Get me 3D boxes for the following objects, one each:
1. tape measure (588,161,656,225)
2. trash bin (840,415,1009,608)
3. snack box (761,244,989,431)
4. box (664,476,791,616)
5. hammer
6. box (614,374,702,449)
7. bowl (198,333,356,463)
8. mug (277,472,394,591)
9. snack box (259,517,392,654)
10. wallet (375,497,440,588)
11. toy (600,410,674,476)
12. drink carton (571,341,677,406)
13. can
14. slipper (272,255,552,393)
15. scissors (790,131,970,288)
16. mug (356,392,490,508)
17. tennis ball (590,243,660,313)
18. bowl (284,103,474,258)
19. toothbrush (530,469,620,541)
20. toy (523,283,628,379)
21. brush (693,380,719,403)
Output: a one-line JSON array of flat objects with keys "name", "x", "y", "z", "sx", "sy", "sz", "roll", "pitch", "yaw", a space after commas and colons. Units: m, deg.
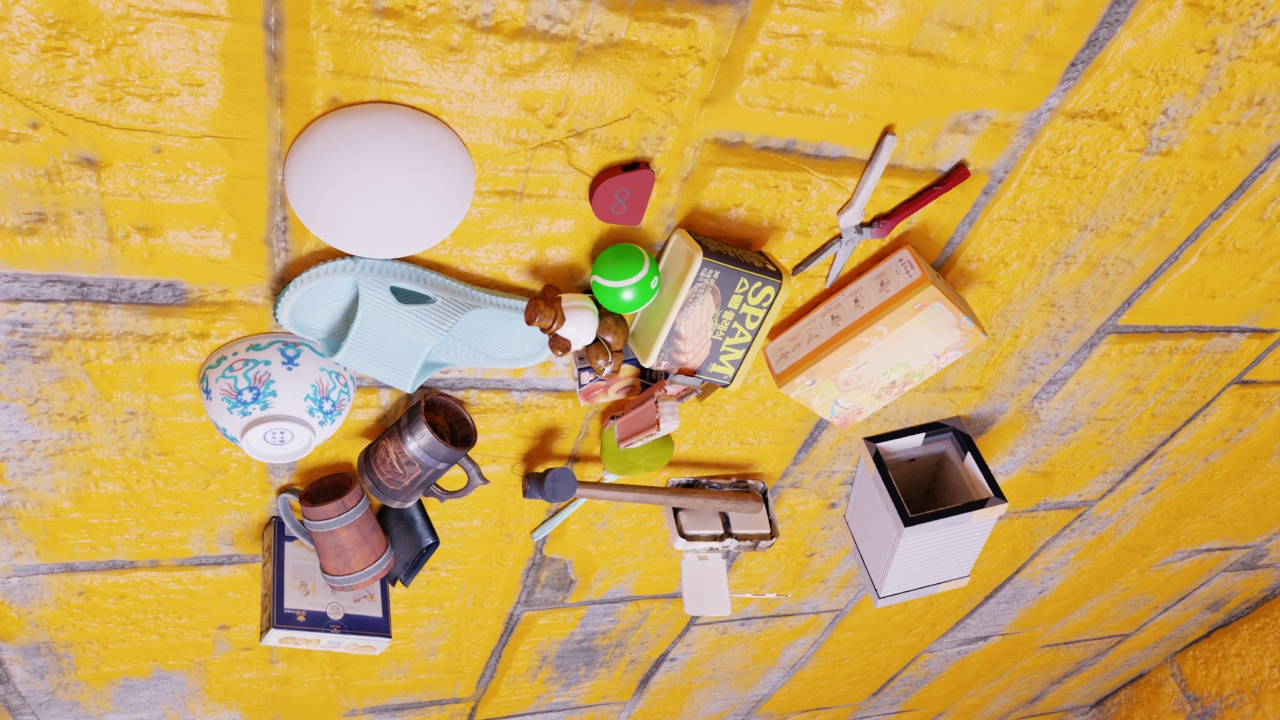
[{"name": "tape measure", "x": -0.018, "y": -0.148, "z": 0.802, "sx": 0.051, "sy": 0.019, "sz": 0.059, "roll": 3, "pitch": 131, "yaw": -21}, {"name": "trash bin", "x": 0.392, "y": 0.221, "z": 1.305, "sx": 0.142, "sy": 0.142, "sz": 0.247, "roll": -12, "pitch": 142, "yaw": -6}, {"name": "snack box", "x": 0.253, "y": -0.024, "z": 1.004, "sx": 0.196, "sy": 0.080, "sz": 0.145, "roll": -37, "pitch": 137, "yaw": 24}, {"name": "box", "x": 0.107, "y": 0.244, "z": 1.196, "sx": 0.143, "sy": 0.180, "sz": 0.081, "roll": 3, "pitch": 139, "yaw": -14}, {"name": "hammer", "x": 0.010, "y": 0.166, "z": 1.129, "sx": 0.321, "sy": 0.040, "sz": 0.130, "roll": 9, "pitch": 168, "yaw": -24}, {"name": "box", "x": 0.015, "y": 0.057, "z": 0.942, "sx": 0.067, "sy": 0.057, "sz": 0.187, "roll": -23, "pitch": 175, "yaw": -18}, {"name": "bowl", "x": -0.345, "y": 0.050, "z": 0.877, "sx": 0.144, "sy": 0.074, "sz": 0.144, "roll": -10, "pitch": 142, "yaw": -8}, {"name": "mug", "x": -0.348, "y": 0.190, "z": 1.034, "sx": 0.117, "sy": 0.081, "sz": 0.111, "roll": -1, "pitch": 118, "yaw": 21}, {"name": "snack box", "x": -0.368, "y": 0.265, "z": 1.076, "sx": 0.144, "sy": 0.144, "sz": 0.043, "roll": 19, "pitch": 130, "yaw": -36}, {"name": "wallet", "x": -0.282, "y": 0.206, "z": 1.083, "sx": 0.026, "sy": 0.089, "sz": 0.115, "roll": -4, "pitch": 142, "yaw": -45}, {"name": "toy", "x": -0.008, "y": 0.096, "z": 1.076, "sx": 0.090, "sy": 0.051, "sz": 0.110, "roll": -12, "pitch": 146, "yaw": 5}, {"name": "drink carton", "x": -0.006, "y": 0.006, "z": 0.978, "sx": 0.130, "sy": 0.040, "sz": 0.064, "roll": -10, "pitch": 142, "yaw": -9}, {"name": "can", "x": 0.063, "y": -0.049, "z": 0.885, "sx": 0.104, "sy": 0.075, "sz": 0.135, "roll": 13, "pitch": 115, "yaw": -27}, {"name": "slipper", "x": -0.192, "y": -0.027, "z": 0.849, "sx": 0.275, "sy": 0.069, "sz": 0.116, "roll": 10, "pitch": 132, "yaw": -31}, {"name": "scissors", "x": 0.229, "y": -0.149, "z": 0.896, "sx": 0.199, "sy": 0.015, "sz": 0.179, "roll": -22, "pitch": 143, "yaw": 7}, {"name": "mug", "x": -0.224, "y": 0.108, "z": 0.969, "sx": 0.107, "sy": 0.116, "sz": 0.079, "roll": -40, "pitch": 176, "yaw": 25}, {"name": "tennis ball", "x": -0.014, "y": -0.076, "z": 0.854, "sx": 0.065, "sy": 0.065, "sz": 0.065, "roll": -10, "pitch": 142, "yaw": -8}, {"name": "bowl", "x": -0.206, "y": -0.130, "z": 0.734, "sx": 0.149, "sy": 0.043, "sz": 0.150, "roll": -10, "pitch": 142, "yaw": -8}, {"name": "toothbrush", "x": -0.087, "y": 0.187, "z": 1.190, "sx": 0.016, "sy": 0.016, "sz": 0.181, "roll": 20, "pitch": 129, "yaw": -42}, {"name": "toy", "x": -0.059, "y": -0.032, "z": 0.872, "sx": 0.112, "sy": 0.087, "sz": 0.068, "roll": 11, "pitch": 144, "yaw": -36}, {"name": "brush", "x": 0.078, "y": 0.024, "z": 0.986, "sx": 0.048, "sy": 0.017, "sz": 0.126, "roll": -40, "pitch": 178, "yaw": 27}]
